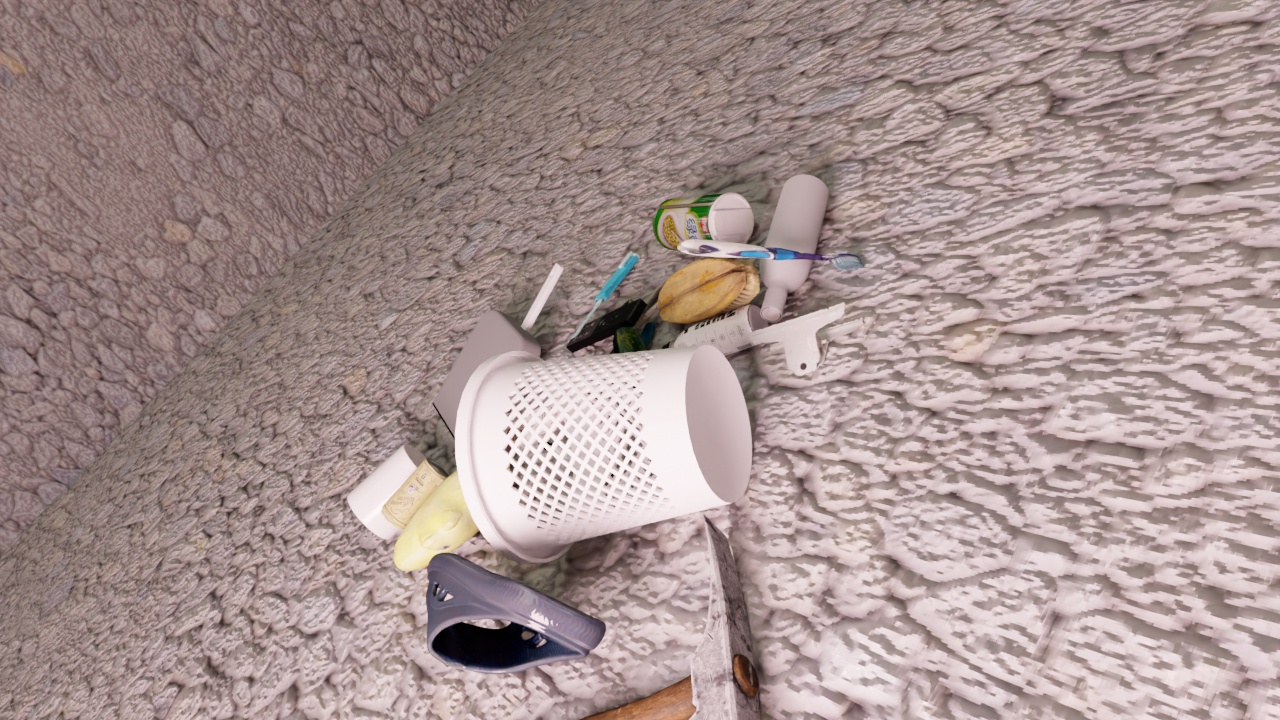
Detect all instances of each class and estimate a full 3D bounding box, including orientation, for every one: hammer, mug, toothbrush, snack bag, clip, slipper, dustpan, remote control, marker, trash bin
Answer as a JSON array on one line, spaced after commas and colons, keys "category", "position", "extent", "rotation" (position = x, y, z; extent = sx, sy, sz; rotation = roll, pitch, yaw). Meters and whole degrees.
[{"category": "hammer", "position": [-0.046, 0.262, 0.707], "extent": [0.301, 0.037, 0.217], "rotation": [-31, 31, 20]}, {"category": "mug", "position": [-0.294, 0.157, 1.124], "extent": [0.090, 0.074, 0.110], "rotation": [-42, 3, -1]}, {"category": "toothbrush", "position": [0.127, -0.101, 0.884], "extent": [0.017, 0.189, 0.016], "rotation": [-102, 20, -53]}, {"category": "snack bag", "position": [-0.096, 0.056, 1.069], "extent": [0.158, 0.013, 0.057], "rotation": [-33, 28, 15]}, {"category": "clip", "position": [0.155, -0.017, 0.855], "extent": [0.102, 0.052, 0.057], "rotation": [-18, 8, 37]}, {"category": "slipper", "position": [-0.116, 0.220, 0.750], "extent": [0.269, 0.110, 0.083], "rotation": [-15, 47, 62]}, {"category": "dustpan", "position": [-0.176, -0.016, 1.188], "extent": [0.258, 0.033, 0.163], "rotation": [-60, 34, 7]}, {"category": "remote control", "position": [-0.043, -0.041, 1.105], "extent": [0.150, 0.013, 0.034], "rotation": [-20, 33, 55]}, {"category": "marker", "position": [-0.072, 0.103, 0.978], "extent": [0.011, 0.011, 0.152], "rotation": [-51, 30, -17]}, {"category": "trash bin", "position": [-0.021, 0.070, 0.803], "extent": [0.200, 0.195, 0.195], "rotation": [-12, 39, 27]}]

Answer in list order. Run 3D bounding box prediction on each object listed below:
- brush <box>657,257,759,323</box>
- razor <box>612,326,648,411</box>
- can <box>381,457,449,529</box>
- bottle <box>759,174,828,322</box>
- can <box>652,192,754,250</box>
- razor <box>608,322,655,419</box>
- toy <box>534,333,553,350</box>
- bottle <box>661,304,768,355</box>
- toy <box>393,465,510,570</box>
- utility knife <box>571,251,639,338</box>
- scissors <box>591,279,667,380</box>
[{"category": "brush", "position": [0.067, -0.071, 0.965], "extent": [0.196, 0.043, 0.059], "rotation": [162, 105, -68]}, {"category": "razor", "position": [-0.002, 0.005, 0.962], "extent": [0.054, 0.067, 0.151], "rotation": [-10, 37, -7]}, {"category": "can", "position": [-0.258, 0.153, 1.052], "extent": [0.079, 0.038, 0.038], "rotation": [-48, 29, 1]}, {"category": "bottle", "position": [0.155, -0.115, 0.957], "extent": [0.053, 0.052, 0.194], "rotation": [-17, 38, 37]}, {"category": "can", "position": [0.075, -0.165, 1.108], "extent": [0.067, 0.067, 0.121], "rotation": [-52, 30, -18]}, {"category": "razor", "position": [-0.006, 0.006, 1.021], "extent": [0.042, 0.022, 0.143], "rotation": [-19, 35, 33]}, {"category": "toy", "position": [-0.165, 0.000, 1.212], "extent": [0.112, 0.030, 0.049], "rotation": [-33, 15, 25]}, {"category": "bottle", "position": [0.073, -0.021, 0.942], "extent": [0.116, 0.041, 0.041], "rotation": [-20, 36, 34]}, {"category": "toy", "position": [-0.209, 0.168, 1.002], "extent": [0.170, 0.064, 0.155], "rotation": [-44, 11, 3]}, {"category": "utility knife", "position": [-0.048, -0.085, 1.180], "extent": [0.022, 0.015, 0.178], "rotation": [-10, 34, 42]}, {"category": "scissors", "position": [-0.013, -0.039, 1.079], "extent": [0.166, 0.012, 0.157], "rotation": [-43, 19, 6]}]
